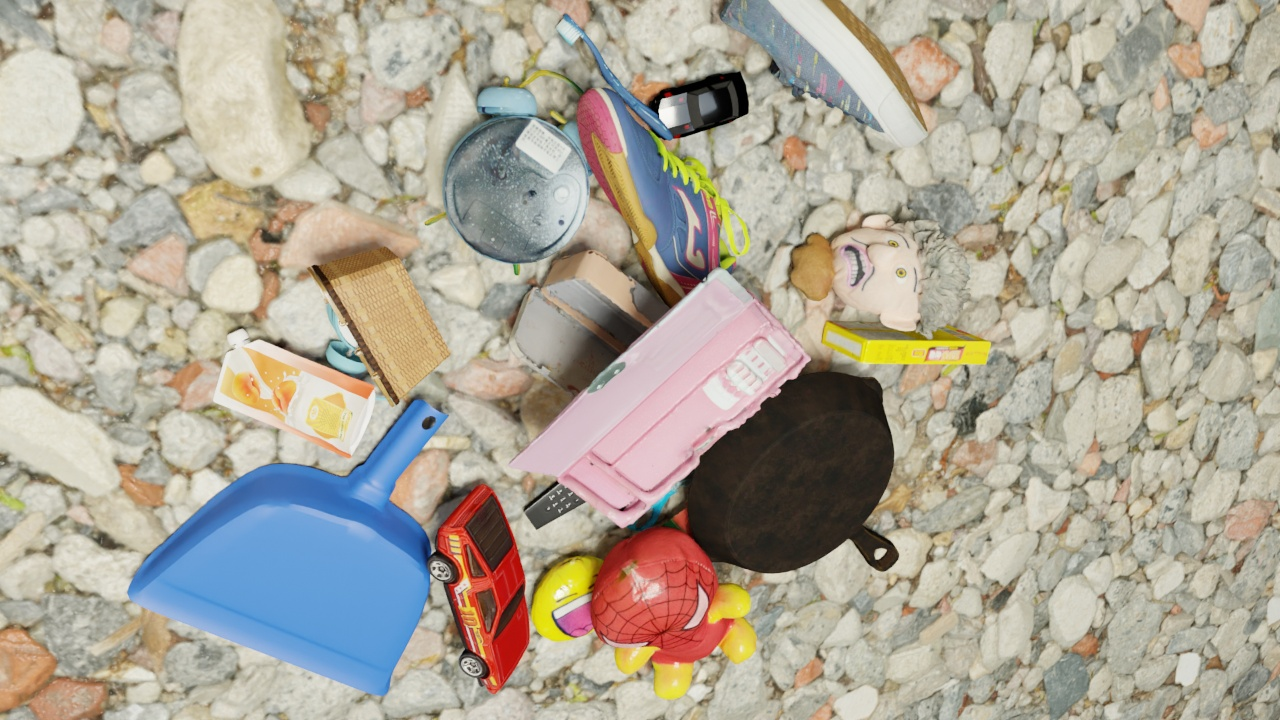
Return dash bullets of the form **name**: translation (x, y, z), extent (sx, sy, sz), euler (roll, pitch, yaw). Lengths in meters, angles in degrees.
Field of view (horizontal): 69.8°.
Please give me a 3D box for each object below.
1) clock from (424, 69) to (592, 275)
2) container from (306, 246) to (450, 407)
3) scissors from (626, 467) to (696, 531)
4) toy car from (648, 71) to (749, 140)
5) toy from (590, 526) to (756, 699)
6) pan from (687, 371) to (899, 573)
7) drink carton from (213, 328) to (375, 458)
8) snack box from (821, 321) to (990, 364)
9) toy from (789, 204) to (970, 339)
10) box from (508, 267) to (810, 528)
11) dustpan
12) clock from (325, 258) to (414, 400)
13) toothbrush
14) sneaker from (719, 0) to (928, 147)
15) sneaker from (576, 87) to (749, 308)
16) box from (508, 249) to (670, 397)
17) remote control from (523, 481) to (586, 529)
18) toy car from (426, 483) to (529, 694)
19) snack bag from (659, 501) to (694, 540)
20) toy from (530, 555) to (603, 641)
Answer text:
- **clock**: translation (-0.095, -0.155, 0.740), extent (0.118, 0.060, 0.162), euler (31, 95, -28)
- **container**: translation (-0.196, -0.031, 0.701), extent (0.061, 0.063, 0.114), euler (-31, 121, -15)
- **scissors**: translation (0.034, 0.115, 0.909), extent (0.132, 0.015, 0.110), euler (-30, 128, -8)
- **toy car**: translation (0.052, -0.218, 0.788), extent (0.091, 0.036, 0.042), euler (-21, 115, -14)
- **toy**: translation (0.027, 0.243, 0.894), extent (0.147, 0.098, 0.216), euler (-34, 133, -3)
- **pan**: translation (0.193, 0.152, 0.936), extent (0.249, 0.043, 0.356), euler (-46, 131, 4)
- **drink carton**: translation (-0.279, 0.026, 0.735), extent (0.122, 0.038, 0.069), euler (22, 106, -2)
- **snack box**: translation (0.268, -0.018, 0.925), extent (0.152, 0.075, 0.025), euler (0, 107, -22)
- **toy**: translation (0.230, -0.090, 0.875), extent (0.176, 0.076, 0.132), euler (-2, 65, -4)
- **box**: translation (0.015, 0.029, 0.771), extent (0.233, 0.059, 0.179), euler (-42, 137, 9)
- **dustpan**: translation (-0.250, 0.144, 0.790), extent (0.245, 0.059, 0.258), euler (34, 103, -28)
- **clock**: translation (-0.216, -0.023, 0.756), extent (0.087, 0.042, 0.123), euler (-10, 118, -18)
- **toothbrush**: translation (-0.020, -0.229, 0.756), extent (0.016, 0.021, 0.132), euler (-41, 106, 9)
- **sneaker**: translation (0.163, -0.261, 0.806), extent (0.235, 0.087, 0.079), euler (34, 129, -31)
- **sneaker**: translation (0.022, -0.139, 0.750), extent (0.091, 0.116, 0.242), euler (-32, 144, -1)
- **box**: translation (0.002, -0.007, 0.815), extent (0.108, 0.094, 0.216), euler (-33, 124, 32)
- **remote control**: translation (-0.055, 0.118, 0.883), extent (0.124, 0.010, 0.039), euler (-33, 117, -7)
- **toy car**: translation (-0.140, 0.210, 0.837), extent (0.056, 0.081, 0.189), euler (2, 116, 22)
- **snack bag**: translation (0.070, 0.167, 0.940), extent (0.155, 0.044, 0.087), euler (-39, 127, 2)
- **toy**: translation (-0.064, 0.235, 0.905), extent (0.095, 0.041, 0.094), euler (-18, 119, -25)
